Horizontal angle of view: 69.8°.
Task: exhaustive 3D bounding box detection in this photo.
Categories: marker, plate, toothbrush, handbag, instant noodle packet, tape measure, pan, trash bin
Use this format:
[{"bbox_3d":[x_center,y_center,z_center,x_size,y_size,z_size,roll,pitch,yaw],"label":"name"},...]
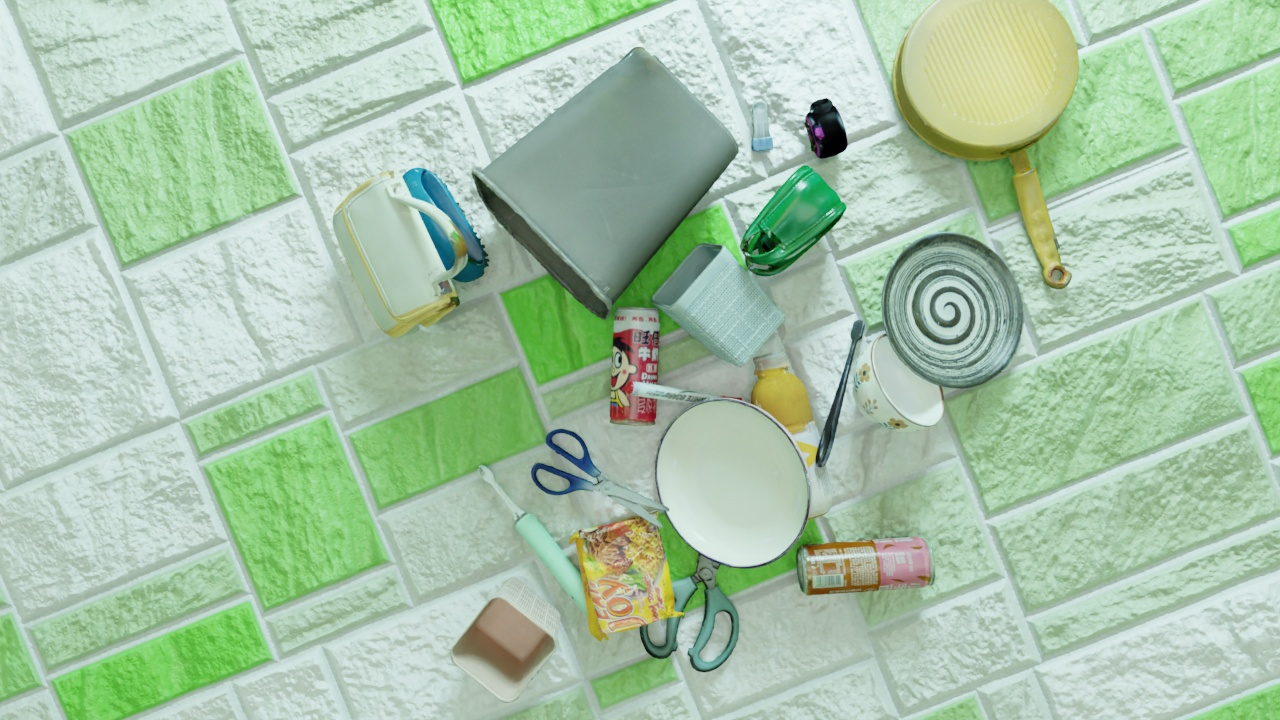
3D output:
[{"bbox_3d":[0.051,0.041,1.033,0.145,0.017,0.017,10,92,-26],"label":"marker"},{"bbox_3d":[0.106,0.133,1.020,0.193,0.039,0.192,7,103,33],"label":"plate"},{"bbox_3d":[0.225,0.037,1.030,0.016,0.018,0.180,11,69,24],"label":"toothbrush"},{"bbox_3d":[-0.117,0.210,1.065,0.026,0.027,0.224,-39,91,-12],"label":"toothbrush"},{"bbox_3d":[-0.254,-0.121,0.987,0.063,0.179,0.163,-26,92,-41],"label":"handbag"},{"bbox_3d":[-0.017,0.246,1.044,0.110,0.044,0.128,-13,81,-5],"label":"instant noodle packet"},{"bbox_3d":[0.160,-0.147,0.999,0.120,0.131,0.068,-42,87,4],"label":"handbag"},{"bbox_3d":[0.350,-0.055,1.038,0.179,0.024,0.179,2,83,-13],"label":"plate"},{"bbox_3d":[0.206,-0.257,1.031,0.039,0.057,0.058,-19,77,6],"label":"tape measure"},{"bbox_3d":[0.416,-0.250,1.035,0.198,0.078,0.357,-22,85,4],"label":"pan"},{"bbox_3d":[-0.033,-0.189,0.979,0.199,0.199,0.219,45,84,-2],"label":"trash bin"}]

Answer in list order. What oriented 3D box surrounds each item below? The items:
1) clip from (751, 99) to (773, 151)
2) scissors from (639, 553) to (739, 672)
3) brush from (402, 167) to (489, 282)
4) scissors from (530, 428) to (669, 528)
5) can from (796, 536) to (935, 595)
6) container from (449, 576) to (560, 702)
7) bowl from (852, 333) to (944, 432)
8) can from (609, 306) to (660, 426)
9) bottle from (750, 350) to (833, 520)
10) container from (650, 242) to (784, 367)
[{"bbox_3d":[0.137,-0.269,1.053,0.025,0.032,0.057,-6,99,3],"label":"clip"},{"bbox_3d":[0.055,0.272,1.069,0.143,0.019,0.180,6,93,1],"label":"scissors"},{"bbox_3d":[-0.225,-0.153,1.033,0.055,0.073,0.144,-31,92,5],"label":"brush"},{"bbox_3d":[-0.043,0.132,1.051,0.173,0.012,0.132,-4,85,13],"label":"scissors"},{"bbox_3d":[0.255,0.234,1.045,0.147,0.058,0.058,-4,92,1],"label":"can"},{"bbox_3d":[-0.146,0.305,1.026,0.090,0.111,0.090,38,92,-1],"label":"container"},{"bbox_3d":[0.279,0.033,1.027,0.113,0.113,0.062,49,134,-1],"label":"bowl"},{"bbox_3d":[-0.006,0.006,1.044,0.053,0.053,0.133,2,92,1],"label":"can"},{"bbox_3d":[0.166,0.084,1.037,0.068,0.068,0.189,-13,91,1],"label":"bottle"},{"bbox_3d":[0.088,-0.059,1.014,0.111,0.090,0.090,42,87,-17],"label":"container"}]
